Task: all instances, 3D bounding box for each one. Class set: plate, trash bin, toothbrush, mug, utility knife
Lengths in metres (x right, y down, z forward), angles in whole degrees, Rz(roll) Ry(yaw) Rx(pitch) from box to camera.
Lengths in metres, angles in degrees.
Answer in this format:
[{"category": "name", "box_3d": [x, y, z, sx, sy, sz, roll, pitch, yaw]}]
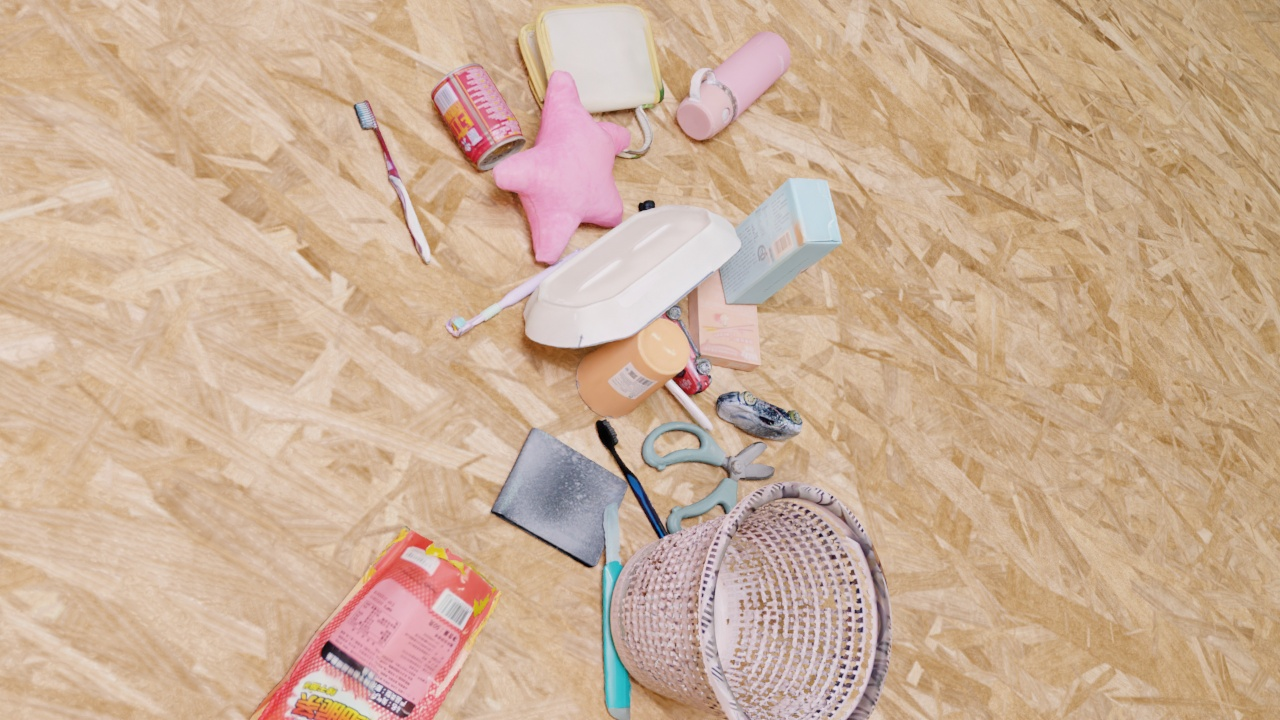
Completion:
[{"category": "plate", "box_3d": [-0.011, -0.099, 0.955, 0.264, 0.162, 0.034, -39, 128, -33]}, {"category": "trash bin", "box_3d": [0.083, 0.233, 0.840, 0.227, 0.193, 0.227, 11, 72, -35]}, {"category": "toothbrush", "box_3d": [-0.125, -0.076, 0.963, 0.188, 0.029, 0.021, -36, 131, -36]}, {"category": "toothbrush", "box_3d": [-0.252, -0.182, 0.934, 0.017, 0.016, 0.187, -19, 81, -26]}, {"category": "mug", "box_3d": [-0.006, 0.005, 0.935, 0.078, 0.123, 0.078, 10, 67, -25]}, {"category": "utility knife", "box_3d": [-0.024, 0.242, 0.893, 0.029, 0.013, 0.209, 7, 72, -30]}, {"category": "toothbrush", "box_3d": [0.015, 0.012, 1.002, 0.180, 0.016, 0.016, 47, 65, 0]}, {"category": "toothbrush", "box_3d": [0.004, 0.143, 0.953, 0.189, 0.014, 0.016, 60, 30, 2]}]

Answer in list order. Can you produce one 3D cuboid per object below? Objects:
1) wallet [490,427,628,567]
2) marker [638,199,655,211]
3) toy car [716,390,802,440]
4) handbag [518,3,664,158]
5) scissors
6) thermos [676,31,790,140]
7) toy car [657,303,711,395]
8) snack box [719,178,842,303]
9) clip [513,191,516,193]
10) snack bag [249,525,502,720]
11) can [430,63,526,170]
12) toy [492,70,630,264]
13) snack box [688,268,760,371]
[{"category": "wallet", "box_3d": [-0.077, 0.136, 0.908, 0.121, 0.019, 0.097, 33, 60, -16]}, {"category": "marker", "box_3d": [0.009, -0.126, 1.060, 0.022, 0.018, 0.130, 0, 68, -3]}, {"category": "toy car", "box_3d": [0.133, 0.065, 1.035, 0.105, 0.049, 0.031, 23, 58, -19]}, {"category": "handbag", "box_3d": [-0.051, -0.323, 1.087, 0.163, 0.063, 0.179, -17, 95, -33]}, {"category": "scissors", "box_3d": [0.082, 0.139, 0.996, 0.177, 0.019, 0.169, 10, 66, -27]}, {"category": "thermos", "box_3d": [0.118, -0.361, 1.176, 0.067, 0.087, 0.198, 20, 49, 31]}, {"category": "toy car", "box_3d": [0.034, -0.015, 1.008, 0.045, 0.053, 0.120, -30, 85, -20]}, {"category": "snack box", "box_3d": [0.147, -0.127, 1.009, 0.051, 0.175, 0.074, -1, 72, -25]}, {"category": "clip", "box_3d": [-0.123, -0.207, 1.015, 0.014, 0.048, 0.056, 41, 53, -9]}, {"category": "snack bag", "box_3d": [-0.213, 0.251, 0.760, 0.128, 0.073, 0.207, 36, 63, -8]}, {"category": "can", "box_3d": [-0.172, -0.258, 0.978, 0.066, 0.067, 0.094, -31, 88, -35]}, {"category": "toy", "box_3d": [-0.074, -0.192, 0.994, 0.178, 0.075, 0.194, 40, 66, -40]}, {"category": "snack box", "box_3d": [0.097, -0.069, 1.081, 0.084, 0.026, 0.157, 11, 66, -26]}]
